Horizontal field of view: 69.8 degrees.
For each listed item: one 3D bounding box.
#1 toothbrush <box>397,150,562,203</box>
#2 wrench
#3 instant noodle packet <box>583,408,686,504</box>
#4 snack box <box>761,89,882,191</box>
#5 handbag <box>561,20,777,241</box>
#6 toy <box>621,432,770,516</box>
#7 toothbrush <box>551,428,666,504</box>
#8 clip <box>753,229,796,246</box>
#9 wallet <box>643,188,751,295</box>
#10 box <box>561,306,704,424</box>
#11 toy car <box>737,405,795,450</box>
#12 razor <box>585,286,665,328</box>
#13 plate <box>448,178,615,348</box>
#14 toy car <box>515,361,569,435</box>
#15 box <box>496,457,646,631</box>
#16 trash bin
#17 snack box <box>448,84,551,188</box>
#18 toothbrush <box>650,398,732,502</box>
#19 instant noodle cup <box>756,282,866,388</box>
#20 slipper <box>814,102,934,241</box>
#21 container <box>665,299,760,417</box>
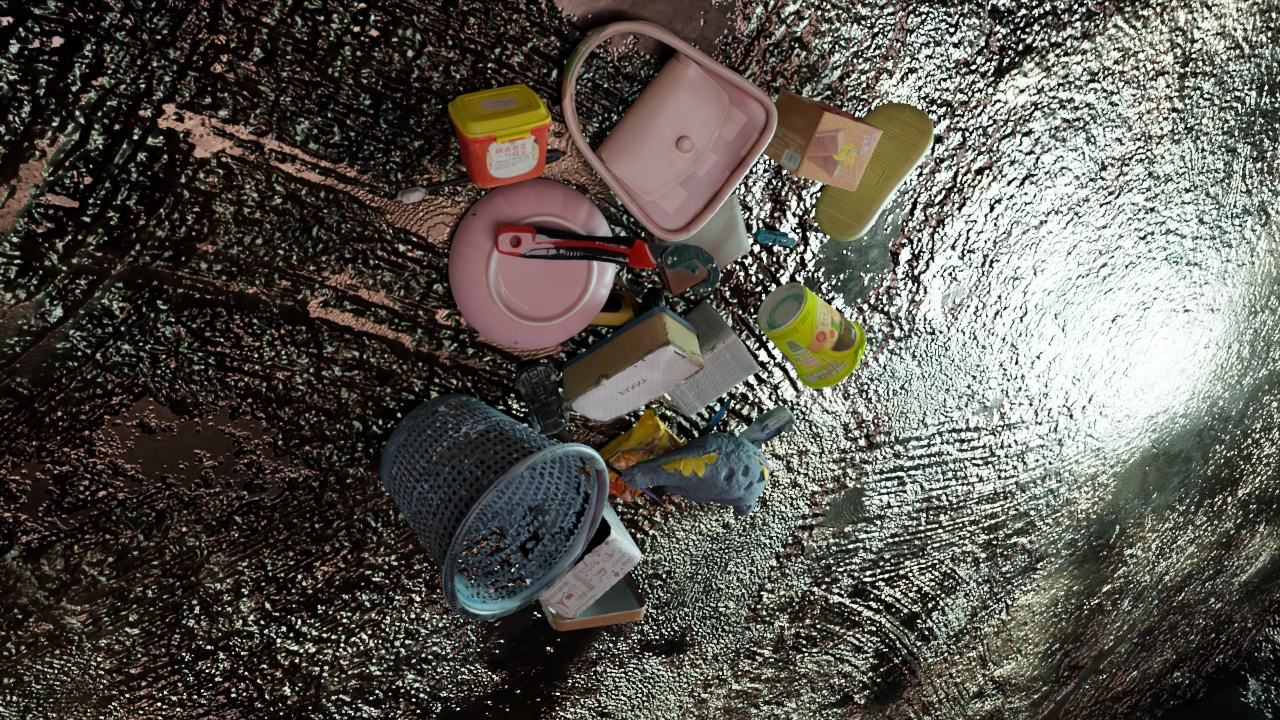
[{"bbox_3d":[-0.165,-0.194,0.964,0.180,0.018,0.016,-20,125,-18],"label":"toothbrush"},{"bbox_3d":[-0.028,-0.116,1.008,0.273,0.016,0.056,7,102,-27],"label":"wrench"},{"bbox_3d":[-0.001,0.133,1.258,0.128,0.044,0.111,-42,135,1],"label":"instant noodle packet"},{"bbox_3d":[0.208,-0.259,1.075,0.094,0.092,0.077,7,117,-32],"label":"snack box"},{"bbox_3d":[0.015,-0.260,0.984,0.234,0.093,0.193,34,100,-33],"label":"handbag"},{"bbox_3d":[0.107,0.161,1.277,0.138,0.091,0.356,-35,151,16],"label":"toy"},{"bbox_3d":[-0.040,0.139,1.212,0.189,0.014,0.016,34,74,-14],"label":"toothbrush"},{"bbox_3d":[0.170,-0.157,1.172,0.056,0.040,0.014,4,118,-23],"label":"clip"},{"bbox_3d":[0.073,-0.146,1.120,0.124,0.032,0.101,-30,134,-7],"label":"wallet"},{"bbox_3d":[-0.007,0.007,1.112,0.185,0.061,0.089,-31,140,24],"label":"box"},{"bbox_3d":[0.183,0.098,1.338,0.090,0.043,0.034,-30,116,-8],"label":"toy car"},{"bbox_3d":[-0.043,-0.063,1.097,0.167,0.062,0.068,-1,153,-22],"label":"razor"},{"bbox_3d":[-0.112,-0.101,1.009,0.192,0.039,0.192,-7,109,-21],"label":"plate"},{"bbox_3d":[-0.122,0.048,1.139,0.049,0.031,0.106,-23,127,-10],"label":"toy car"},{"bbox_3d":[-0.077,0.259,1.209,0.153,0.182,0.178,-42,131,2],"label":"box"},{"bbox_3d":[-0.182,0.144,1.044,0.226,0.195,0.227,-32,140,-31],"label":"trash bin"},{"bbox_3d":[-0.139,-0.222,0.919,0.091,0.082,0.080,-16,137,-18],"label":"snack box"},{"bbox_3d":[0.072,0.128,1.317,0.014,0.016,0.190,31,100,-30],"label":"toothbrush"},{"bbox_3d":[0.222,-0.039,1.229,0.112,0.111,0.123,-48,123,7],"label":"instant noodle cup"},{"bbox_3d":[0.288,-0.234,1.156,0.190,0.091,0.081,-56,170,2],"label":"slipper"},{"bbox_3d":[0.074,0.000,1.181,0.114,0.090,0.090,-38,131,2],"label":"container"}]
